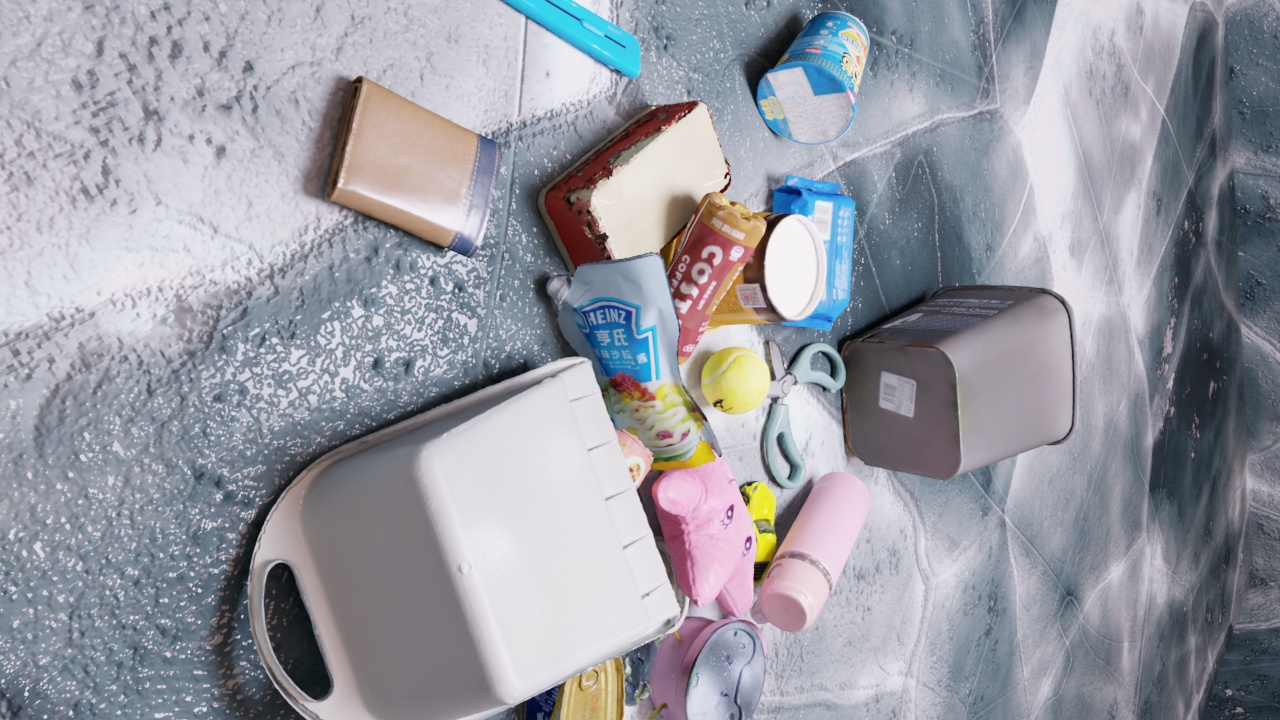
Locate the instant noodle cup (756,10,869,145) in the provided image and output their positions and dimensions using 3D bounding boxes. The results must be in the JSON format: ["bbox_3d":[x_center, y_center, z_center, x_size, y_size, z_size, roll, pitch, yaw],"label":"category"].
[{"bbox_3d":[0.180,-0.287,0.913,0.099,0.099,0.109,53,50,-35],"label":"instant noodle cup"}]

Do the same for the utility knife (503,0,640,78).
[{"bbox_3d":[-0.064,-0.269,0.712,0.178,0.018,0.034,15,84,-44],"label":"utility knife"}]

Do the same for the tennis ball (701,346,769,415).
[{"bbox_3d":[0.090,0.019,0.867,0.065,0.066,0.065,-6,99,-45],"label":"tennis ball"}]

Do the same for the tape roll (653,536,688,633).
[{"bbox_3d":[0.017,0.203,0.830,0.085,0.014,0.085,30,54,-51],"label":"tape roll"}]

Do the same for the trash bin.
[{"bbox_3d":[0.363,0.026,1.070,0.219,0.199,0.199,-16,104,-37],"label":"trash bin"}]

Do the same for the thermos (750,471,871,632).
[{"bbox_3d":[0.176,0.200,0.956,0.067,0.087,0.198,46,41,-3],"label":"thermos"}]

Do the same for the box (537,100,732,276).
[{"bbox_3d":[0.005,-0.143,0.754,0.167,0.077,0.091,-46,125,-33],"label":"box"}]

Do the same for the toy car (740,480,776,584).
[{"bbox_3d":[0.119,0.177,0.940,0.048,0.032,0.105,9,87,-46],"label":"toy car"}]

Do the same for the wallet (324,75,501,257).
[{"bbox_3d":[-0.153,-0.130,0.627,0.115,0.033,0.090,19,78,-44],"label":"wallet"}]

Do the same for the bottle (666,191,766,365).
[{"bbox_3d":[0.038,-0.052,0.765,0.057,0.057,0.175,6,121,-46],"label":"bottle"}]

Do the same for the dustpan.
[{"bbox_3d":[-0.121,0.137,0.638,0.257,0.143,0.222,-17,86,-61],"label":"dustpan"}]

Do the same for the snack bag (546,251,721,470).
[{"bbox_3d":[-0.004,0.004,0.738,0.038,0.110,0.191,-46,126,-40],"label":"snack bag"}]

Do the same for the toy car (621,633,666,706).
[{"bbox_3d":[-0.006,0.261,0.818,0.043,0.034,0.090,49,46,-33],"label":"toy car"}]

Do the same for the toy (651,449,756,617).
[{"bbox_3d":[0.062,0.159,0.832,0.195,0.075,0.178,62,25,-30],"label":"toy"}]

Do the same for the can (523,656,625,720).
[{"bbox_3d":[-0.055,0.299,0.761,0.074,0.049,0.148,-1,95,-46],"label":"can"}]

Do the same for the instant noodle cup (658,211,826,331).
[{"bbox_3d":[0.094,-0.083,0.826,0.118,0.115,0.118,-7,99,-45],"label":"instant noodle cup"}]

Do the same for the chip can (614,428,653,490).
[{"bbox_3d":[-0.073,0.146,0.711,0.214,0.071,0.071,-56,129,-27],"label":"chip can"}]

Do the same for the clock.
[{"bbox_3d":[0.075,0.306,0.889,0.158,0.060,0.117,22,78,-43],"label":"clock"}]

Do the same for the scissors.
[{"bbox_3d":[0.177,0.044,0.995,0.178,0.019,0.170,-30,114,-39],"label":"scissors"}]

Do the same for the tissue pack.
[{"bbox_3d":[0.174,-0.109,0.950,0.094,0.052,0.157,-1,95,-44],"label":"tissue pack"}]
